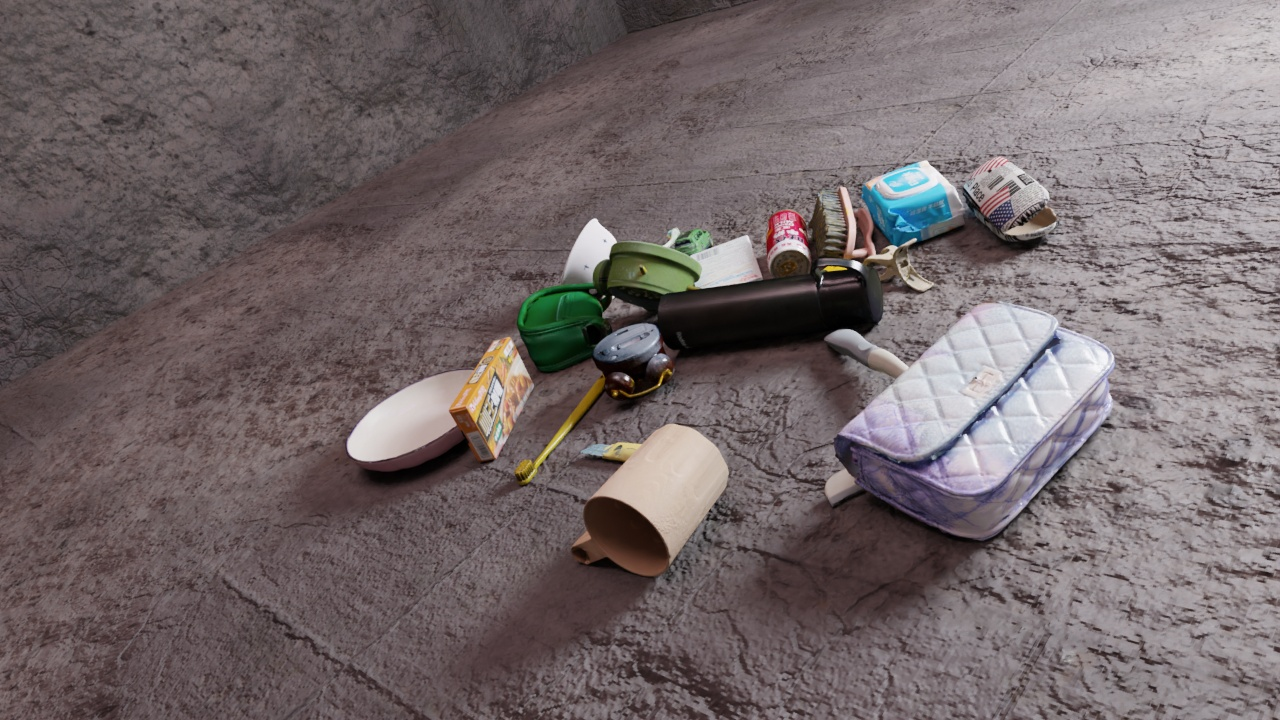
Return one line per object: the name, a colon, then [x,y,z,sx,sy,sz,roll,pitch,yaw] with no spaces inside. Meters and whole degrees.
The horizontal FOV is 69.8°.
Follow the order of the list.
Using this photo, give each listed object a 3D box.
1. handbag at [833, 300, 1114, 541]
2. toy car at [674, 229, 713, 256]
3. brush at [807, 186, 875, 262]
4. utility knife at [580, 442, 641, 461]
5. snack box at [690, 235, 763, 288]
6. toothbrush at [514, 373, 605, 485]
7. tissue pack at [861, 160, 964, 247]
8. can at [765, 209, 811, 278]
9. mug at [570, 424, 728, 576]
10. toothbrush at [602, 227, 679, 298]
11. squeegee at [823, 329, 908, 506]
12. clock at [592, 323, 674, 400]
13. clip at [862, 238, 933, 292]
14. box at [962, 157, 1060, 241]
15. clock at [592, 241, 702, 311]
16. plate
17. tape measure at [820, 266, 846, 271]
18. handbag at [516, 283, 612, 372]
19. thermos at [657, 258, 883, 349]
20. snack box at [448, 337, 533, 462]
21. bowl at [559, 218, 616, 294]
handbag: [0.259,0.037,0.702,0.193,0.076,0.134,-38,39,-23]
toy car: [0.074,-0.166,1.302,0.043,0.036,0.091,-14,12,21]
brush: [0.251,-0.160,1.130,0.073,0.063,0.145,10,31,-2]
utility knife: [0.010,0.095,0.894,0.178,0.019,0.030,-4,25,43]
snack box: [0.111,-0.113,1.188,0.085,0.027,0.156,-19,26,9]
toothbrush: [-0.083,0.070,1.008,0.016,0.016,0.189,-3,32,34]
tissue pack: [0.330,-0.194,1.121,0.090,0.063,0.139,-19,26,8]
can: [0.185,-0.143,1.153,0.053,0.053,0.132,-16,26,15]
mug: [0.004,0.122,0.782,0.103,0.084,0.125,-45,7,-40]
toothbrush: [0.001,-0.138,1.338,0.020,0.029,0.189,34,52,12]
squeegee: [0.227,0.007,0.849,0.246,0.039,0.246,-25,25,-5]
clock: [-0.006,0.006,1.025,0.082,0.055,0.122,-22,26,0]
clip: [0.283,-0.109,1.021,0.034,0.060,0.097,-27,15,-9]
box: [0.405,-0.187,1.031,0.075,0.077,0.163,-23,28,13]
clock: [0.006,-0.100,1.147,0.161,0.116,0.056,-5,69,64]
plate: [-0.262,0.077,1.118,0.192,0.039,0.192,-19,26,9]
tape measure: [0.216,-0.088,1.051,0.060,0.029,0.057,-33,28,-19]
handbag: [-0.094,-0.051,1.191,0.120,0.068,0.131,-18,26,8]
thermos: [0.135,-0.066,1.005,0.243,0.090,0.068,-8,42,30]
snack box: [-0.169,0.043,1.064,0.026,0.075,0.153,-13,28,20]
bowl: [-0.061,-0.136,1.315,0.065,0.119,0.118,26,41,6]
